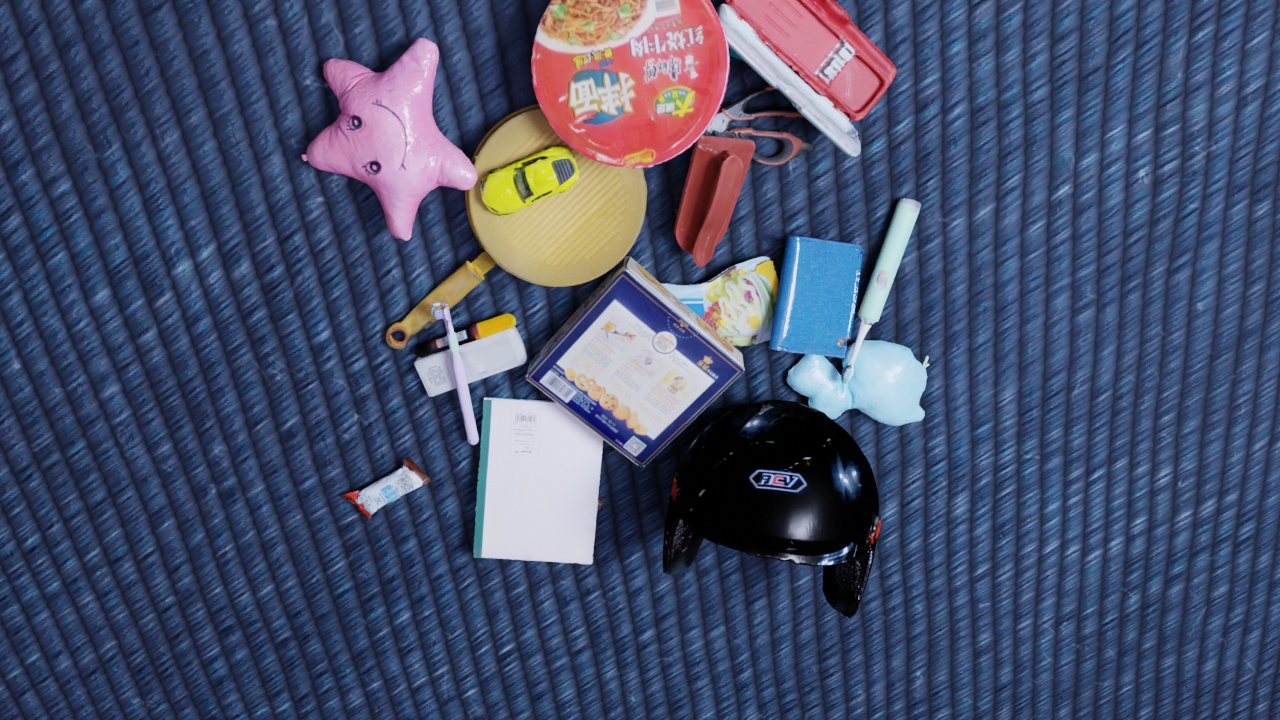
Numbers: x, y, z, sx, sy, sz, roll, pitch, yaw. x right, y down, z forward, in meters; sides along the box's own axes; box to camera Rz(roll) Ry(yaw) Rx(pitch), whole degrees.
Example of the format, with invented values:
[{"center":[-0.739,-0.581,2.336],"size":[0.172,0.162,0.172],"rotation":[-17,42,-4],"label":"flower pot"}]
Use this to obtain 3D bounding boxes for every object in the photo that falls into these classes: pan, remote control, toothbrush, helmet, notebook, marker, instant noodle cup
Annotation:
[{"center":[-0.151,-0.128,1.012],"size":[0.357,0.078,0.197],"rotation":[-42,107,4],"label":"pan"},{"center":[-0.196,0.000,1.069],"size":[0.125,0.024,0.049],"rotation":[-19,112,3],"label":"remote control"},{"center":[-0.209,0.020,1.050],"size":[0.021,0.029,0.189],"rotation":[-30,128,-32],"label":"toothbrush"},{"center":[0.152,0.157,1.037],"size":[0.233,0.275,0.230],"rotation":[10,83,8],"label":"helmet"},{"center":[-0.124,0.149,1.125],"size":[0.150,0.012,0.209],"rotation":[4,104,-8],"label":"notebook"},{"center":[0.273,-0.078,1.063],"size":[0.026,0.027,0.225],"rotation":[20,101,12],"label":"toothbrush"},{"center":[-0.201,-0.028,1.051],"size":[0.124,0.015,0.018],"rotation":[-18,78,6],"label":"marker"},{"center":[-0.006,-0.290,0.904],"size":[0.194,0.065,0.194],"rotation":[3,106,11],"label":"instant noodle cup"}]

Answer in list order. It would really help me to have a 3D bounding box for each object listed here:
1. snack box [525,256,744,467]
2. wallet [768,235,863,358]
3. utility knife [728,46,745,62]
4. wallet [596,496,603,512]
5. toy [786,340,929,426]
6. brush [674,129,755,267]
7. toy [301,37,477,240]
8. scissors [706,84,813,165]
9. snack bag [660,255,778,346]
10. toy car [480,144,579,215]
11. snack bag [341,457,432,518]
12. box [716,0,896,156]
[{"center":[-0.006,0.006,1.050],"size":[0.178,0.045,0.183],"rotation":[40,112,-13],"label":"snack box"},{"center":[0.202,-0.072,1.049],"size":[0.106,0.040,0.133],"rotation":[5,99,-24],"label":"wallet"},{"center":[0.063,-0.347,0.960],"size":[0.179,0.013,0.029],"rotation":[17,106,-13],"label":"utility knife"},{"center":[-0.121,0.183,1.151],"size":[0.122,0.020,0.096],"rotation":[33,100,-15],"label":"wallet"},{"center":[0.271,0.024,1.109],"size":[0.156,0.049,0.161],"rotation":[-34,101,14],"label":"toy"},{"center":[0.074,-0.170,0.980],"size":[0.063,0.069,0.146],"rotation":[1,134,-16],"label":"brush"},{"center":[-0.264,-0.220,0.946],"size":[0.179,0.074,0.195],"rotation":[-11,104,13],"label":"toy"},{"center":[0.089,-0.238,0.987],"size":[0.207,0.015,0.192],"rotation":[-45,119,6],"label":"scissors"},{"center":[0.070,-0.051,1.067],"size":[0.191,0.038,0.110],"rotation":[-16,123,2],"label":"snack bag"},{"center":[-0.114,-0.184,0.943],"size":[0.105,0.032,0.048],"rotation":[-23,108,0],"label":"toy car"},{"center":[-0.309,0.157,1.118],"size":[0.104,0.026,0.048],"rotation":[-33,117,7],"label":"snack bag"},{"center":[0.164,-0.311,0.944],"size":[0.201,0.074,0.154],"rotation":[36,64,-18],"label":"box"}]
